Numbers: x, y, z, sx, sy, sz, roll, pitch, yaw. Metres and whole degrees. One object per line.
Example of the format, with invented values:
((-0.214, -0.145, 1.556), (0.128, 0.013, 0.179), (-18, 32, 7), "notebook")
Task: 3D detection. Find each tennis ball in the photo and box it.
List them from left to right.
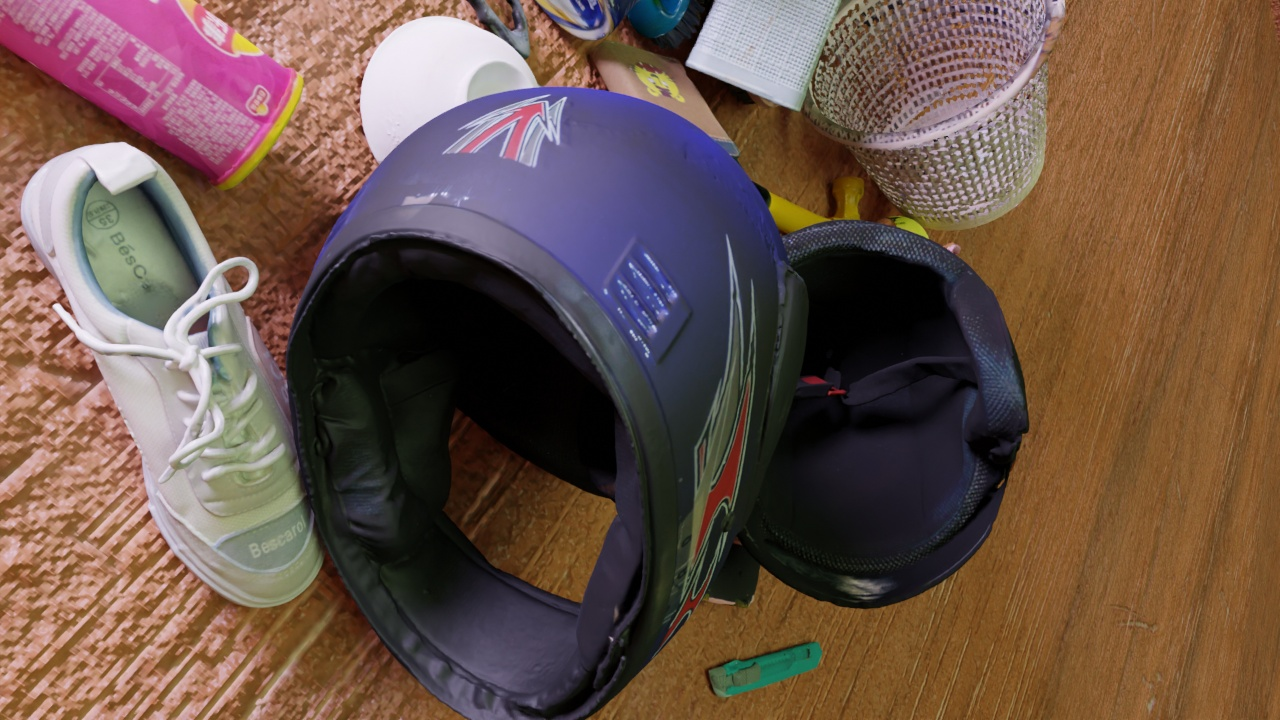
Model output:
((0.248, -0.108, 0.895), (0.065, 0.066, 0.065), (2, 86, -44), "tennis ball")

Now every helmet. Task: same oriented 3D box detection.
((-0.036, 0.011, 0.506), (0.239, 0.247, 0.316), (-46, 144, -54), "helmet")
((0.159, 0.033, 0.690), (0.229, 0.234, 0.275), (-21, 107, -73), "helmet")

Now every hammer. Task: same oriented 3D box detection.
((0.099, -0.132, 0.776), (0.300, 0.033, 0.128), (14, 77, -43), "hammer")

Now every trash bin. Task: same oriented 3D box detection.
((0.280, -0.232, 0.848), (0.192, 0.228, 0.227), (43, 59, -48), "trash bin")

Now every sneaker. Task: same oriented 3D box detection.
((-0.204, 0.012, 0.438), (0.089, 0.091, 0.242), (-33, 111, -39), "sneaker")

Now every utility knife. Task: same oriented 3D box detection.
((0.110, 0.262, 0.783), (0.151, 0.013, 0.029), (3, 88, -44), "utility knife")

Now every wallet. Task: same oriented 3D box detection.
((0.021, -0.180, 0.667), (0.090, 0.033, 0.115), (0, 53, -43), "wallet")

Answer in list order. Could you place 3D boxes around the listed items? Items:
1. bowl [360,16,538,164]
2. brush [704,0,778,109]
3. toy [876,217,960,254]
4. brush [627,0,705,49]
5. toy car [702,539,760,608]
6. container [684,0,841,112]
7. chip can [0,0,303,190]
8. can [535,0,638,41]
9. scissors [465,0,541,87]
((-0.099, -0.151, 0.552), (0.118, 0.065, 0.118), (-5, 98, -38), "bowl")
((0.094, -0.280, 0.749), (0.063, 0.073, 0.146), (-29, 110, -43), "brush")
((0.243, -0.023, 0.830), (0.130, 0.140, 0.200), (-14, 112, -22), "toy")
((0.019, -0.310, 0.681), (0.073, 0.055, 0.143), (19, 79, -56), "brush")
((0.058, 0.164, 0.723), (0.122, 0.037, 0.056), (30, 70, -52), "toy car")
((0.096, -0.255, 0.681), (0.090, 0.090, 0.112), (22, 108, -6), "container")
((-0.260, -0.166, 0.405), (0.210, 0.072, 0.071), (37, 64, -36), "chip can")
((-0.057, -0.285, 0.604), (0.148, 0.075, 0.049), (48, 61, -30), "can")
((-0.076, -0.178, 0.626), (0.155, 0.014, 0.168), (-22, 109, -42), "scissors")
